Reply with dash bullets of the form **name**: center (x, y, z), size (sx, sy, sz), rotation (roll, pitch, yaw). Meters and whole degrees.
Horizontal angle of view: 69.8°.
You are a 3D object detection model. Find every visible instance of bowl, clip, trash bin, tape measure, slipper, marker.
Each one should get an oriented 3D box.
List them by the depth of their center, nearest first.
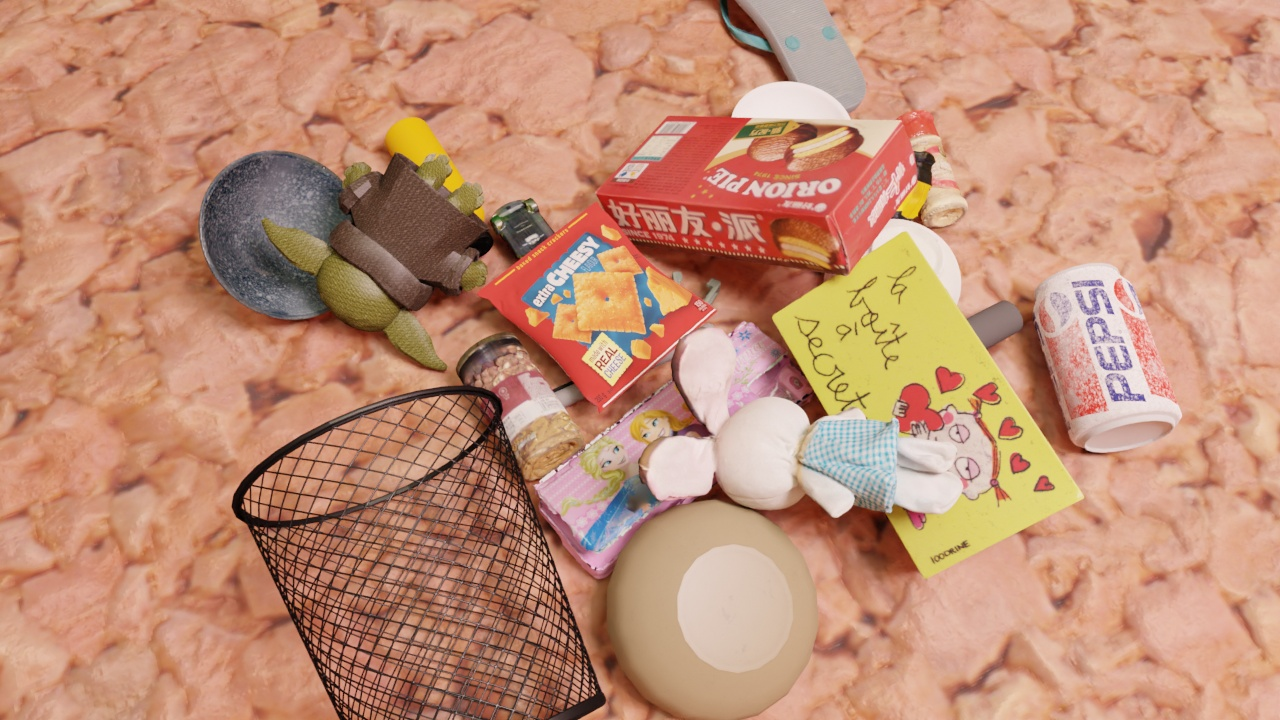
- **trash bin**: center (-0.131, 0.153, 0.585), size (0.184, 0.184, 0.210), rotation (-24, 72, -13)
- **bowl**: center (0.056, 0.168, 0.623), size (0.152, 0.051, 0.152), rotation (4, 74, -14)
- **marker**: center (-0.004, 0.004, 0.733), size (0.140, 0.016, 0.016), rotation (-24, 66, -1)
- **bowl**: center (-0.301, -0.099, 0.759), size (0.136, 0.057, 0.137), rotation (4, 85, -41)
- **bowl**: center (0.214, -0.072, 0.766), size (0.113, 0.063, 0.113), rotation (1, 63, -2)
- **clip**: center (0.040, -0.038, 0.768), size (0.059, 0.023, 0.076), rotation (12, 61, 6)
- **tape measure**: center (0.223, -0.154, 0.810), size (0.066, 0.037, 0.064), rotation (21, 102, 46)
- **bowl**: center (0.136, -0.200, 0.841), size (0.110, 0.041, 0.109), rotation (1, 63, -1)
- **slipper**: center (0.136, -0.351, 0.920), size (0.098, 0.055, 0.268), rotation (-28, 78, -18)

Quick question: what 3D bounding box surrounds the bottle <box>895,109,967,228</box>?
- **bottle**: center (0.260, -0.173, 0.830), size (0.044, 0.044, 0.109), rotation (-9, 65, -6)

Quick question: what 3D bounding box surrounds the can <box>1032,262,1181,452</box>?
- **can**: center (0.364, -0.002, 0.726), size (0.078, 0.078, 0.136), rotation (-4, 63, -3)

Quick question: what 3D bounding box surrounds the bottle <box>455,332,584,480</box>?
- **bottle**: center (-0.093, 0.035, 0.707), size (0.056, 0.056, 0.105), rotation (-30, 68, -16)

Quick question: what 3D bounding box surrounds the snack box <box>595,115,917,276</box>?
- **snack box**: center (0.086, -0.139, 0.735), size (0.237, 0.060, 0.113), rotation (15, 55, 42)

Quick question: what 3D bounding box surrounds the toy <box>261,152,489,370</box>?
- **toy**: center (-0.193, -0.092, 0.735), size (0.179, 0.078, 0.153), rotation (40, 96, -9)

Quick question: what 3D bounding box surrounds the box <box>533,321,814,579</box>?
- **box**: center (0.028, 0.060, 0.699), size (0.230, 0.053, 0.084), rotation (-37, 70, -18)

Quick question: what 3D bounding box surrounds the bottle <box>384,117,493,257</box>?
- **bottle**: center (-0.175, -0.150, 0.806), size (0.043, 0.043, 0.143), rotation (-29, 67, -15)

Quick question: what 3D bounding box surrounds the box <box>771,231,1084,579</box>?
- **box**: center (0.204, 0.031, 0.669), size (0.125, 0.080, 0.221), rotation (-31, 74, 17)

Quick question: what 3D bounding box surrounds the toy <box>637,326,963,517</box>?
- **toy**: center (0.114, 0.062, 0.631), size (0.205, 0.106, 0.130), rotation (10, 68, 15)

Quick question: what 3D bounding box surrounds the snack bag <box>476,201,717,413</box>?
- **snack bag**: center (-0.034, -0.046, 0.738), size (0.130, 0.039, 0.144), rotation (-41, 72, -18)

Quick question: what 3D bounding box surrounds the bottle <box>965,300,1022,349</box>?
- **bottle**: center (0.260, -0.013, 0.755), size (0.113, 0.030, 0.030), rotation (-26, 67, -14)

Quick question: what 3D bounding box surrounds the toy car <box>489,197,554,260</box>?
- **toy car**: center (-0.093, -0.101, 0.787), size (0.042, 0.036, 0.091), rotation (-31, 69, -15)
